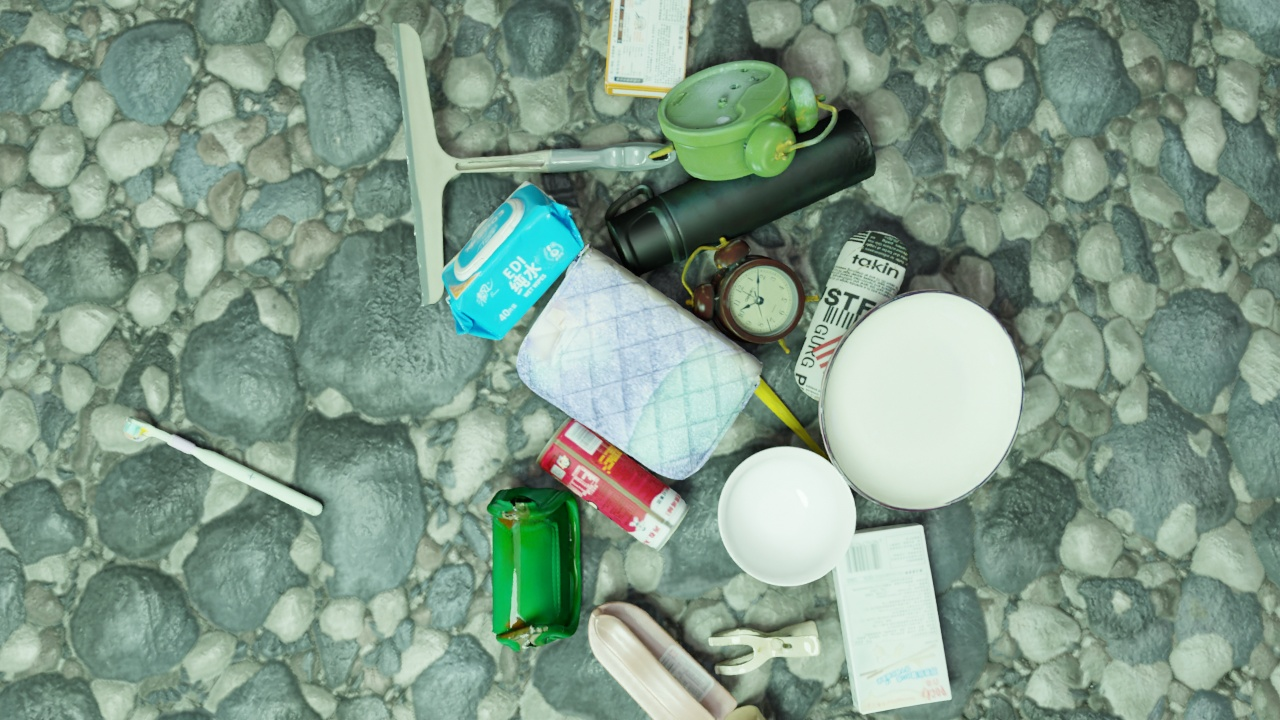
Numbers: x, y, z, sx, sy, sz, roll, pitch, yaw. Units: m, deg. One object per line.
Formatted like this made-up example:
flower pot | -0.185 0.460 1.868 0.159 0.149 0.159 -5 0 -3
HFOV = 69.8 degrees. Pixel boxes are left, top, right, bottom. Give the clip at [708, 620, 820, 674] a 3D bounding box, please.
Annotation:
clip | 0.110 0.253 0.817 0.097 0.060 0.034 -15 84 8

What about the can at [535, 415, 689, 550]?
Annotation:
can | -0.024 0.108 0.806 0.133 0.053 0.053 36 85 3

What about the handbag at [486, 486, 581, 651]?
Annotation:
handbag | -0.091 0.174 0.776 0.068 0.120 0.131 -2 87 4

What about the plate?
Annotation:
plate | 0.238 0.034 0.795 0.192 0.039 0.192 -2 98 -13

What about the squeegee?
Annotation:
squeegee | -0.090 -0.185 0.849 0.246 0.039 0.246 -5 103 -9

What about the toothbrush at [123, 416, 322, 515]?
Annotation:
toothbrush | -0.374 0.097 0.825 0.189 0.029 0.020 24 44 -1

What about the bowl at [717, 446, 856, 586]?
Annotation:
bowl | 0.124 0.135 0.813 0.118 0.065 0.118 0 86 -2

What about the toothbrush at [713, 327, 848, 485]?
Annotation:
toothbrush | 0.127 0.043 0.845 0.015 0.016 0.190 -42 87 -4

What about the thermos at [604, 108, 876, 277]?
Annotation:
thermos | 0.086 -0.159 0.840 0.242 0.068 0.090 -23 64 -3

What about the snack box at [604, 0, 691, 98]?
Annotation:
snack box | 0.009 -0.327 0.870 0.075 0.026 0.153 5 85 -1

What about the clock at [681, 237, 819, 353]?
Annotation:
clock | 0.094 -0.060 0.825 0.122 0.055 0.082 29 94 -9

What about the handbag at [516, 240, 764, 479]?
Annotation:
handbag | -0.005 0.005 0.805 0.194 0.075 0.134 35 91 -7

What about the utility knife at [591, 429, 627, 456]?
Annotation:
utility knife | -0.032 0.055 0.843 0.031 0.019 0.178 -17 90 3

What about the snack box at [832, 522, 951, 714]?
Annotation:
snack box | 0.223 0.230 0.826 0.084 0.027 0.156 -8 85 -3

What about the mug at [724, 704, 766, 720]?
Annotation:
mug | 0.083 0.375 0.789 0.125 0.084 0.103 -38 88 20

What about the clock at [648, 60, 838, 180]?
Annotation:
clock | 0.092 -0.209 0.804 0.161 0.056 0.115 10 52 32

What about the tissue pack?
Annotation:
tissue pack | -0.115 -0.087 0.797 0.140 0.090 0.063 -46 120 6

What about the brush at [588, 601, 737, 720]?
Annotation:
brush | 0.012 0.267 0.794 0.063 0.073 0.145 -45 86 -4

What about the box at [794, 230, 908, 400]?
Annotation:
box | 0.192 -0.038 0.847 0.075 0.077 0.163 19 87 20
